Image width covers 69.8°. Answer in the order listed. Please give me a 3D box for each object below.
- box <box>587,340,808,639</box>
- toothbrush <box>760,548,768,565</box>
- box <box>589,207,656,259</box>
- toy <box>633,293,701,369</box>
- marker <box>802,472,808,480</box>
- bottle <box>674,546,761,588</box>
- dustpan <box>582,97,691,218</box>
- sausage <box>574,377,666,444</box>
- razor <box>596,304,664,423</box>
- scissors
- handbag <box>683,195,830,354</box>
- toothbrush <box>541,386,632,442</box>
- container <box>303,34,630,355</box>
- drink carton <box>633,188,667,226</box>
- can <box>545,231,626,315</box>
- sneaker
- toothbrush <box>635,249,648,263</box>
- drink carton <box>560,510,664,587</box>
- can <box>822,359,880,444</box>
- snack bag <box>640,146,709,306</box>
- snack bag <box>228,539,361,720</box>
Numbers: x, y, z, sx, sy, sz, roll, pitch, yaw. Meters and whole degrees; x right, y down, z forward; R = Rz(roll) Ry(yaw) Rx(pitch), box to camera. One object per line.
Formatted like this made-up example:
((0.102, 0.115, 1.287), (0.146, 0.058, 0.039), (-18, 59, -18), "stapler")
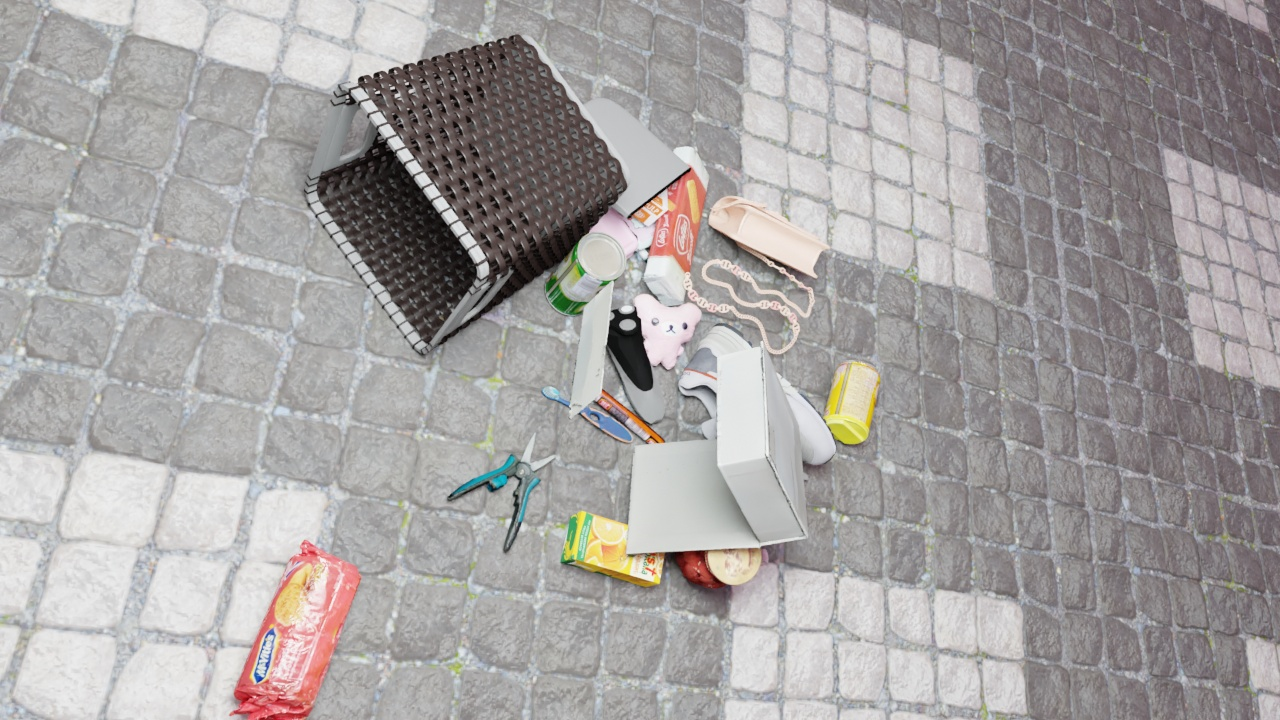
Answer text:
((0.066, 0.180, 1.134), (0.164, 0.448, 0.166), (23, 44, -18), "box")
((0.149, 0.205, 1.218), (0.021, 0.016, 0.135), (-5, 74, -29), "toothbrush")
((-0.062, -0.228, 1.243), (0.153, 0.041, 0.201), (-36, 90, -40), "box")
((0.032, -0.037, 1.231), (0.099, 0.053, 0.095), (11, 80, -21), "toy")
((0.172, 0.141, 1.255), (0.138, 0.016, 0.022), (17, 42, -21), "marker")
((0.095, 0.229, 1.129), (0.099, 0.111, 0.099), (3, 79, -17), "bottle")
((-0.072, -0.301, 1.221), (0.257, 0.033, 0.162), (43, 46, 2), "dustpan")
((-0.022, 0.070, 1.183), (0.155, 0.020, 0.020), (39, 60, -8), "sausage")
((-0.007, 0.007, 1.196), (0.057, 0.060, 0.156), (-21, 101, -19), "razor")
((-0.152, 0.158, 1.088), (0.148, 0.019, 0.118), (-20, 81, -32), "scissors")
((0.149, -0.133, 1.324), (0.198, 0.116, 0.187), (23, 96, -22), "handbag")
((-0.065, 0.068, 1.164), (0.135, 0.017, 0.021), (31, 63, -13), "toothbrush")
((-0.199, -0.199, 1.068), (0.242, 0.248, 0.245), (-36, 89, -35), "container")
((0.002, -0.246, 1.268), (0.058, 0.040, 0.122), (30, 40, -30), "drink carton")
((-0.071, -0.108, 1.165), (0.067, 0.121, 0.067), (9, 68, -23), "can")
((0.143, 0.072, 1.232), (0.124, 0.089, 0.240), (-38, 82, -27), "sneaker")
((-0.041, -0.195, 1.276), (0.017, 0.012, 0.187), (-43, 93, -18), "toothbrush")
((-0.028, 0.230, 1.109), (0.122, 0.041, 0.058), (21, 64, -19), "drink carton")
((0.302, 0.060, 1.316), (0.067, 0.068, 0.104), (29, 61, -14), "can")
((0.052, -0.189, 1.284), (0.077, 0.041, 0.224), (49, 46, -51), "snack bag")
((-0.340, 0.275, 0.921), (0.082, 0.082, 0.176), (23, 64, -17), "snack bag")
